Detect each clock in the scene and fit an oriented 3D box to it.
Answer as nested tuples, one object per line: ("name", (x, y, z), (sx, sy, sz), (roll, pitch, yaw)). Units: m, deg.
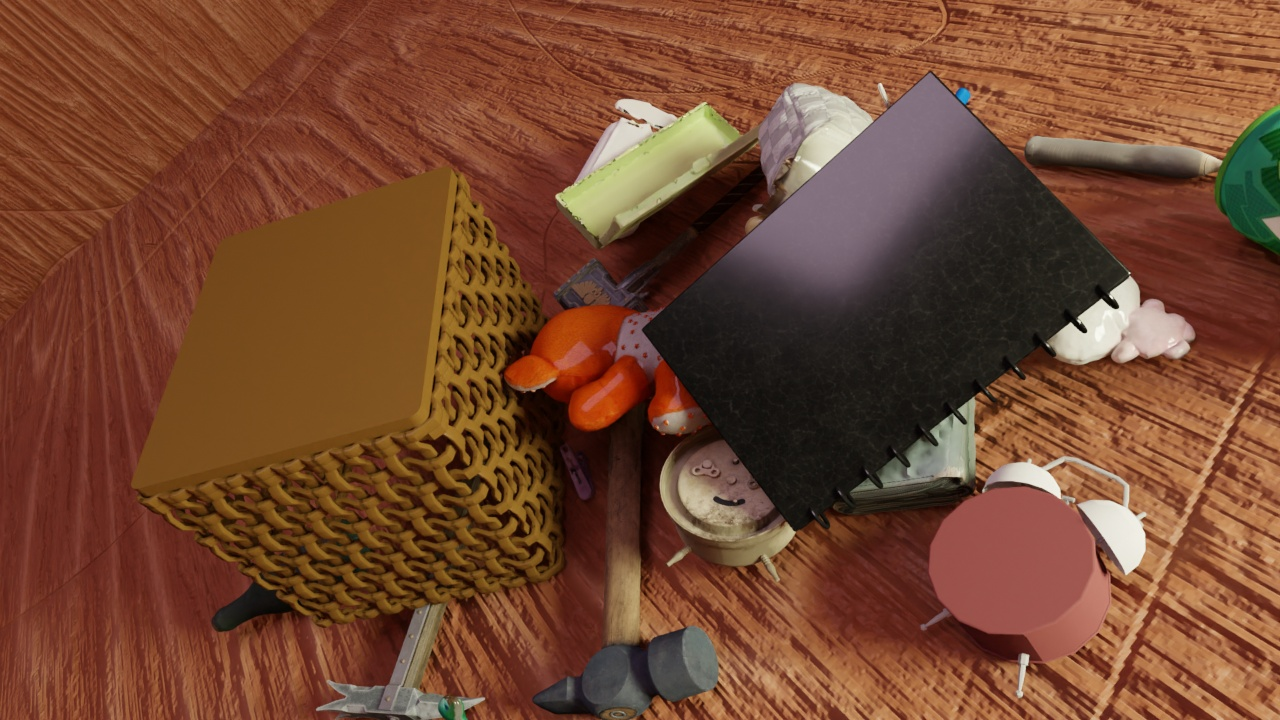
("clock", (0.067, 0.079, 0.619), (0.093, 0.055, 0.140), (4, 49, 17))
("clock", (0.207, 0.105, 0.487), (0.124, 0.044, 0.087), (-49, 39, -8))

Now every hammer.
("hammer", (-0.151, 0.144, 0.775), (0.147, 0.028, 0.316), (-8, 50, 28))
("hammer", (0.068, -0.135, 0.839), (0.322, 0.044, 0.098), (-41, 38, -2))
("hammer", (-0.013, 0.106, 0.685), (0.130, 0.040, 0.321), (-26, 40, 26))

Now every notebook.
("notebook", (0.134, -0.029, 0.541), (0.232, 0.019, 0.169), (-41, 72, 15))

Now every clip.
("clip", (-0.048, 0.089, 0.747), (0.014, 0.045, 0.050), (-33, 82, 13))

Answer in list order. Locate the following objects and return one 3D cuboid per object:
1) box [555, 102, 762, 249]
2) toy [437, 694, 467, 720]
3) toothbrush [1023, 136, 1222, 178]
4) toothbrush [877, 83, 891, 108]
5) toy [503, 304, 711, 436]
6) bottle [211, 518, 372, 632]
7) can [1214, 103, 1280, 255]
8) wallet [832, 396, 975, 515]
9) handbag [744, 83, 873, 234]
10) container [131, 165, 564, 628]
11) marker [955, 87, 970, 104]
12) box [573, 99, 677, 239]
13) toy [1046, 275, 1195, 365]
("box", (0.027, -0.168, 0.845), (0.187, 0.061, 0.133), (-37, 31, -18))
("toy", (-0.109, 0.302, 0.561), (0.131, 0.072, 0.193), (-38, 48, 6))
("toothbrush", (0.346, -0.133, 0.609), (0.186, 0.024, 0.022), (20, 108, 48))
("toothbrush", (0.183, -0.097, 0.588), (0.010, 0.181, 0.010), (-13, 34, 34))
("toy", (-0.004, 0.004, 0.679), (0.173, 0.093, 0.163), (3, 23, 25))
("bottle", (-0.330, 0.208, 0.846), (0.174, 0.055, 0.055), (-31, 40, 17))
("can", (0.384, -0.076, 0.473), (0.083, 0.083, 0.144), (-37, 38, 7))
("wallet", (0.167, 0.032, 0.585), (0.101, 0.054, 0.131), (-18, 43, 44))
("handbag", (0.140, -0.137, 0.722), (0.171, 0.112, 0.124), (-83, 18, -54))
("container", (-0.202, 0.032, 0.722), (0.220, 0.214, 0.251), (-15, 48, 12))
("marker", (0.232, -0.167, 0.746), (0.013, 0.013, 0.141), (15, 65, 47))
("box", (-0.010, -0.206, 0.934), (0.081, 0.092, 0.159), (16, 60, 14))
("toy", (0.269, -0.031, 0.562), (0.125, 0.037, 0.075), (25, 60, 27))
